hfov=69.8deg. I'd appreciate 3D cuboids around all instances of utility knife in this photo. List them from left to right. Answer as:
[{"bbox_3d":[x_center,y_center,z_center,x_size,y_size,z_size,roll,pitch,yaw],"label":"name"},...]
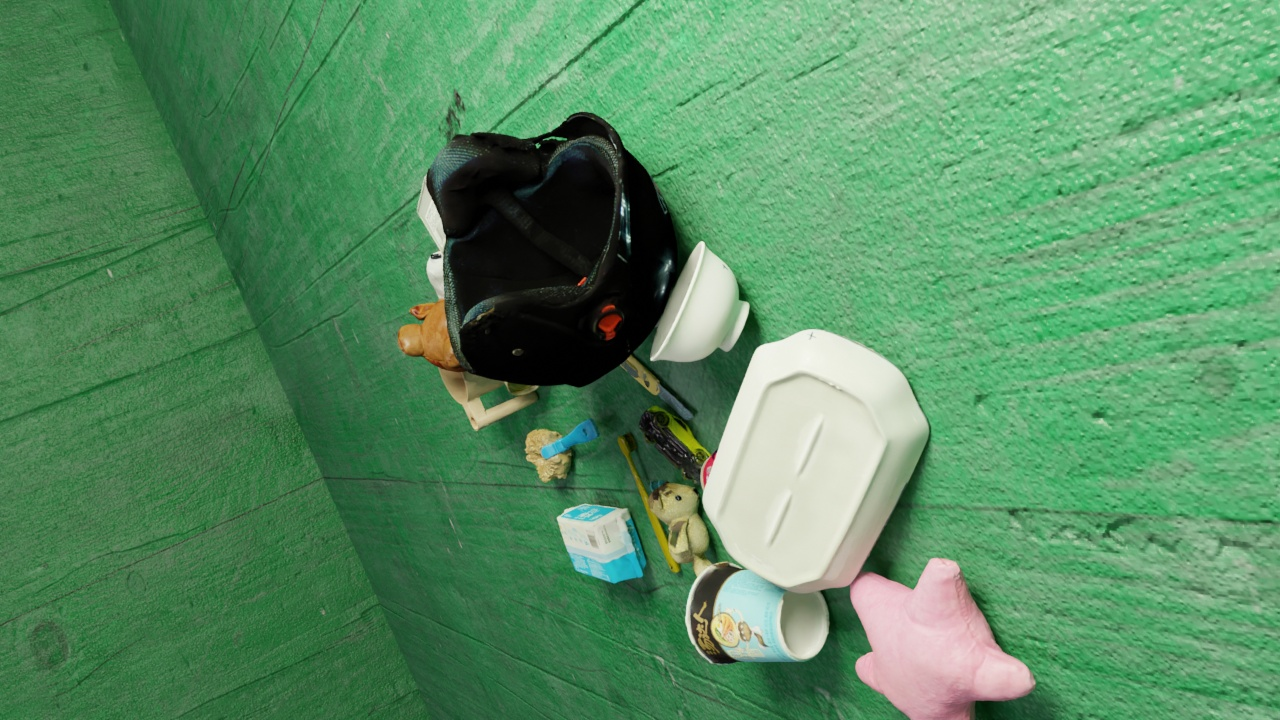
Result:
[{"bbox_3d":[-0.006,0.006,1.053,0.207,0.021,0.031,37,146,31],"label":"utility knife"}]

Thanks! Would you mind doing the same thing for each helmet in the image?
[{"bbox_3d":[-0.076,-0.097,0.875,0.275,0.230,0.233,-38,53,28],"label":"helmet"}]

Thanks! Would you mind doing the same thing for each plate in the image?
[{"bbox_3d":[0.138,0.100,0.792,0.162,0.034,0.266,29,125,18],"label":"plate"}]

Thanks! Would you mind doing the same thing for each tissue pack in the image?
[{"bbox_3d":[-0.051,0.245,1.244,0.140,0.063,0.090,-6,105,57],"label":"tissue pack"}]

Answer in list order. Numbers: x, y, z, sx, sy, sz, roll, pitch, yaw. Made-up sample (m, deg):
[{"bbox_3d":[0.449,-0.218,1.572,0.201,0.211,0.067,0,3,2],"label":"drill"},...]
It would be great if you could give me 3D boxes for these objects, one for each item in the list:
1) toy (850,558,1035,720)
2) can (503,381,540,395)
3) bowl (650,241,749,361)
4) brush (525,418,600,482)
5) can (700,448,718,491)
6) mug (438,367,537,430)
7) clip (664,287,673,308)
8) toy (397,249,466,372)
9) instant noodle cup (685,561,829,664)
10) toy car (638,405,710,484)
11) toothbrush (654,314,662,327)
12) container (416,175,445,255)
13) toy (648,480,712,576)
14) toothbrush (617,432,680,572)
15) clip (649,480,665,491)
[{"bbox_3d":[0.241,0.239,0.783,0.178,0.074,0.195,45,141,35],"label":"toy"},{"bbox_3d":[-0.151,-0.019,1.195,0.049,0.074,0.148,51,147,28],"label":"can"},{"bbox_3d":[0.061,-0.043,0.844,0.064,0.118,0.119,23,145,-5],"label":"bowl"},{"bbox_3d":[-0.104,0.115,1.238,0.083,0.045,0.255,66,155,5],"label":"brush"},{"bbox_3d":[0.106,0.109,0.899,0.066,0.066,0.094,61,150,5],"label":"can"},{"bbox_3d":[-0.211,0.022,1.285,0.084,0.103,0.124,-26,89,60],"label":"mug"},{"bbox_3d":[0.040,-0.066,0.918,0.057,0.033,0.025,-9,106,55],"label":"clip"},{"bbox_3d":[-0.236,-0.088,1.184,0.140,0.199,0.130,13,166,29],"label":"toy"},{"bbox_3d":[0.127,0.266,0.955,0.121,0.111,0.111,-14,100,52],"label":"instant noodle cup"},{"bbox_3d":[0.044,0.092,1.019,0.105,0.032,0.048,45,146,10],"label":"toy car"},{"bbox_3d":[0.012,-0.038,0.983,0.189,0.029,0.021,-3,69,59],"label":"toothbrush"},{"bbox_3d":[-0.198,-0.187,1.100,0.090,0.114,0.090,57,149,13],"label":"container"},{"bbox_3d":[0.064,0.210,1.054,0.157,0.066,0.105,58,-169,4],"label":"toy"},{"bbox_3d":[0.013,0.178,1.145,0.016,0.016,0.190,-6,108,57],"label":"toothbrush"},{"bbox_3d":[0.030,0.171,1.114,0.040,0.014,0.056,-24,92,60],"label":"clip"}]
